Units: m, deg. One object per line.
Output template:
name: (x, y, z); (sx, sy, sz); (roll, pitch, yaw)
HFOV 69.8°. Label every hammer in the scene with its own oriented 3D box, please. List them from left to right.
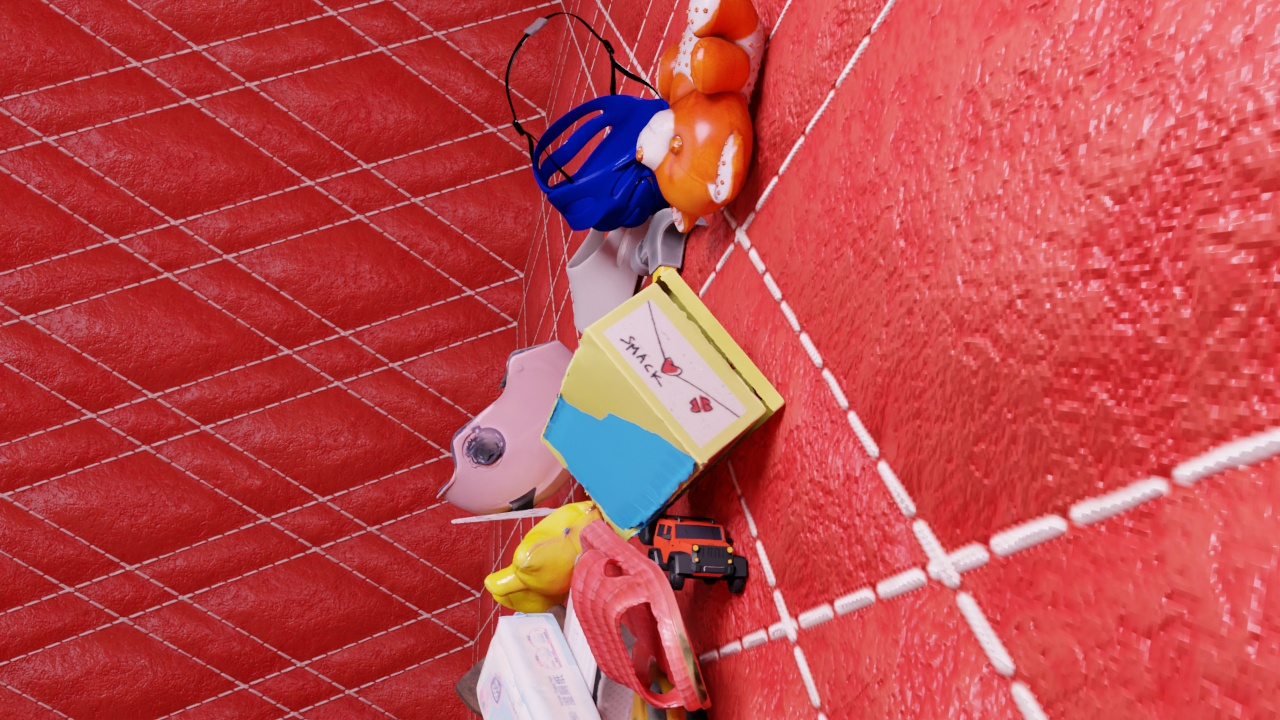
hammer: (0.002, 0.378, 0.711); (0.123, 0.036, 0.321); (-118, 39, -71)
hammer: (0.019, 0.010, 0.868); (0.170, 0.034, 0.324); (143, 132, -71)

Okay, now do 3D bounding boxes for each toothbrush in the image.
toothbrush: (-0.141, 0.187, 1.129); (0.010, 0.181, 0.010); (122, 140, -58)

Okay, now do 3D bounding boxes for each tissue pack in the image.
tissue pack: (-0.095, 0.331, 0.844); (0.182, 0.070, 0.112); (53, 129, 49)
tissue pack: (-0.034, 0.282, 0.883); (0.104, 0.071, 0.181); (12, 97, 62)

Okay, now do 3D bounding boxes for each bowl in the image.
bowl: (-0.138, 0.373, 1.109); (0.070, 0.161, 0.163); (50, 150, 14)

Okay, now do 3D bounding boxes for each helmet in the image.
helmet: (-0.146, 0.104, 1.191); (0.255, 0.152, 0.230); (-53, 1, -5)
helmet: (-0.056, -0.235, 0.927); (0.147, 0.228, 0.242); (-45, 26, -13)

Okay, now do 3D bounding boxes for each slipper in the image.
slipper: (-0.044, -0.128, 1.084); (0.113, 0.080, 0.266); (-127, 51, -67)
slipper: (-0.015, 0.183, 0.659); (0.249, 0.059, 0.103); (-164, 54, -73)

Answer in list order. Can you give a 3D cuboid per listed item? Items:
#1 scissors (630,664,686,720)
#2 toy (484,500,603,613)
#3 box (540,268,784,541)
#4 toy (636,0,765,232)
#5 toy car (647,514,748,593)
scissors: (0.011, 0.235, 0.707); (0.227, 0.016, 0.134); (-89, 17, -47)
toy: (-0.115, 0.253, 1.126); (0.087, 0.134, 0.194); (49, 144, 12)
box: (0.003, 0.044, 0.673); (0.124, 0.081, 0.221); (49, 156, 11)
toy: (0.045, -0.196, 0.724); (0.164, 0.092, 0.172); (149, 127, -73)
toy car: (0.037, 0.135, 0.646); (0.100, 0.051, 0.048); (149, 126, -75)
